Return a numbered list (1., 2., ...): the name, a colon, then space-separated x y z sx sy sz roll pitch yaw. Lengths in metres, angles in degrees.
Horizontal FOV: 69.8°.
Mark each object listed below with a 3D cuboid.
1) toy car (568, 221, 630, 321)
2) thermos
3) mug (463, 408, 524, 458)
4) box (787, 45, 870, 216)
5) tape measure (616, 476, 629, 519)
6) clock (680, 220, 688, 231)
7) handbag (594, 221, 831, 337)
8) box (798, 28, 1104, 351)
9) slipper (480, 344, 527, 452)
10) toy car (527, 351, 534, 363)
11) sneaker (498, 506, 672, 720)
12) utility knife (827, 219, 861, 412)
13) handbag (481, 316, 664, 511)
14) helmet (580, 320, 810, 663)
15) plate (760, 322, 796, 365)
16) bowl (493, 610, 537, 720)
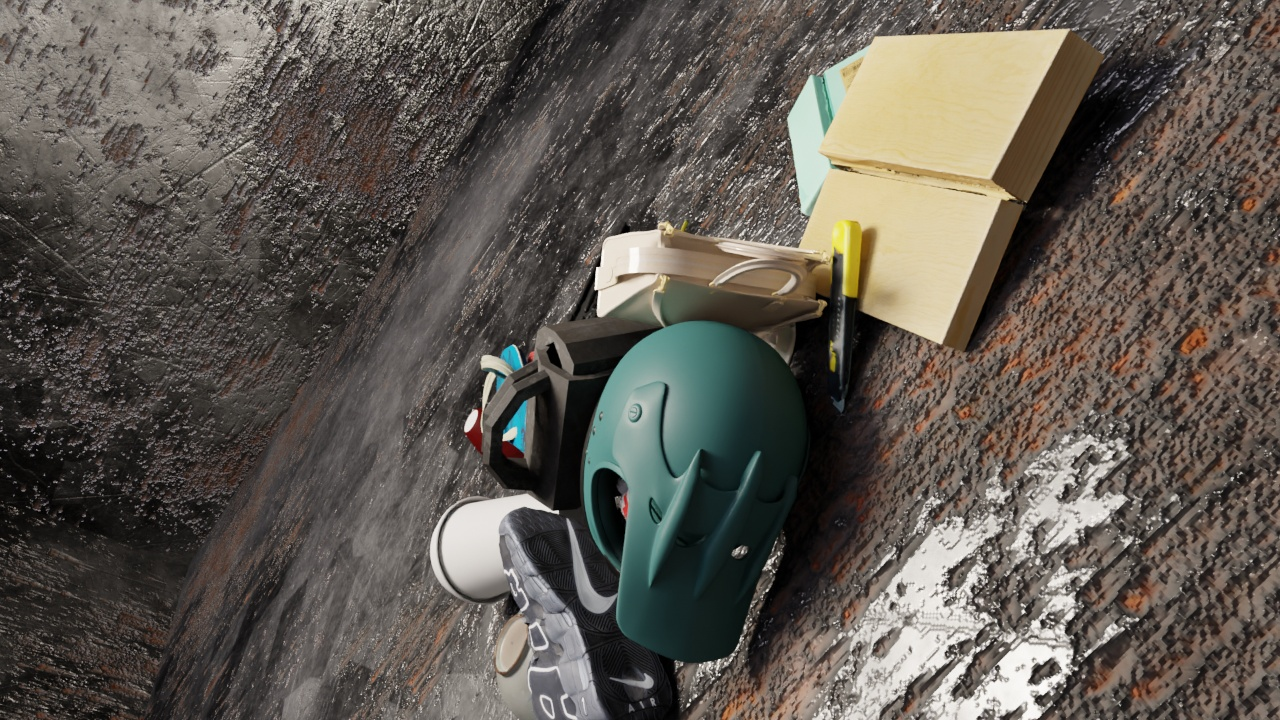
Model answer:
1. toy car: -0.043 -0.083 1.227 0.094 0.071 0.191 -43 20 56
2. thermos: -0.137 0.208 1.071 0.222 0.131 0.131 -23 44 40
3. mug: -0.199 0.105 1.307 0.114 0.088 0.087 -6 58 59
4. box: 0.216 -0.257 0.998 0.139 0.052 0.186 -47 30 38
5. tape measure: 0.006 0.152 0.932 0.020 0.060 0.062 -48 32 24
6. clock: 0.026 -0.089 1.141 0.162 0.060 0.118 -51 29 27
7. handbag: 0.075 -0.076 0.831 0.198 0.194 0.101 171 105 -68
8. box: 0.242 -0.158 0.803 0.247 0.068 0.253 40 115 64
9. slipper: -0.165 0.049 1.111 0.295 0.060 0.118 -154 67 -73
10. toy car: -0.107 0.075 1.147 0.082 0.056 0.189 -9 74 28
11. sneaker: -0.077 0.268 0.880 0.252 0.097 0.151 56 129 33
12. utility knife: 0.179 -0.039 0.816 0.029 0.020 0.172 172 102 -69
13. handbag: -0.068 0.059 0.925 0.102 0.199 0.198 40 131 44
14. helmet: 0.045 0.101 0.795 0.200 0.176 0.274 9 82 67
15. plate: 0.102 0.001 0.965 0.157 0.014 0.156 -41 33 34
16. bowl: -0.118 0.314 0.991 0.151 0.056 0.150 -42 31 33
